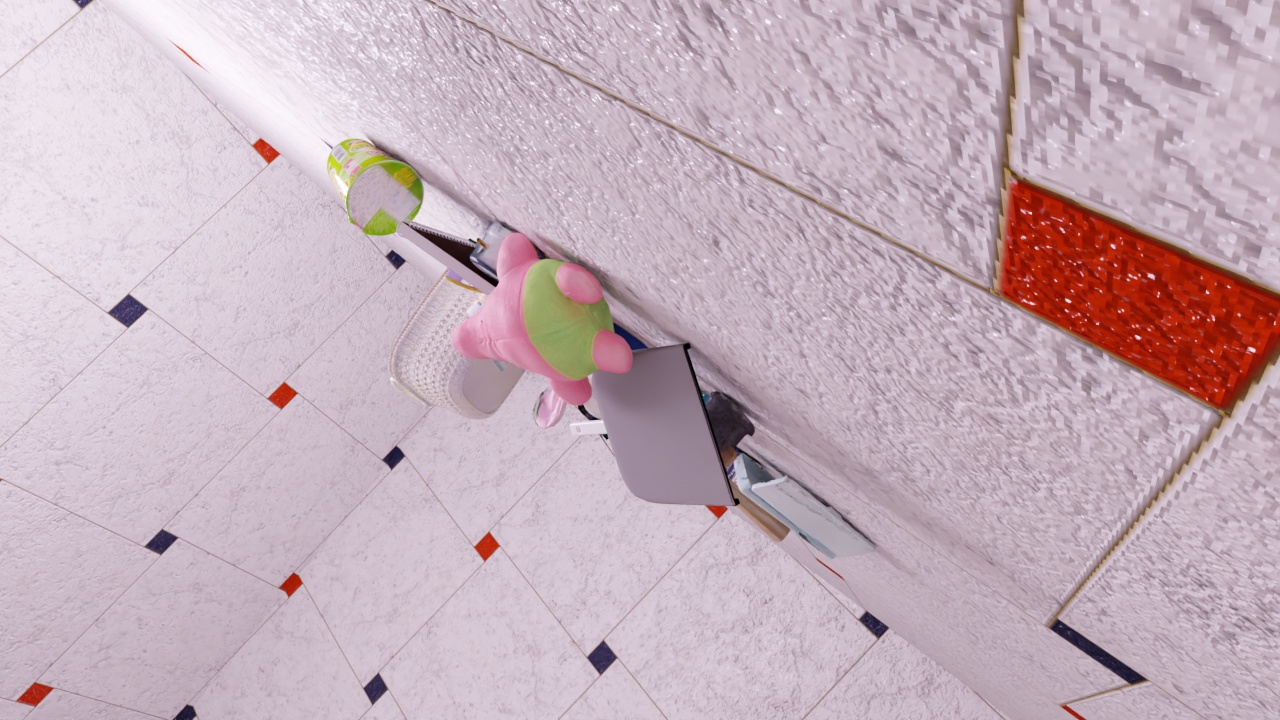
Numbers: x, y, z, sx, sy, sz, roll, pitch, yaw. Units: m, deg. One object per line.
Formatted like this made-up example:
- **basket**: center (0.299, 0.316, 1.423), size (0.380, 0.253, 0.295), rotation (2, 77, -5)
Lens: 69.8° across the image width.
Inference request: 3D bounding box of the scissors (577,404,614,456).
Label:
- **scissors**: center (-0.093, 0.071, 1.461), size (0.204, 0.015, 0.202), rotation (53, 170, 11)

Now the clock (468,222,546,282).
- **clock**: center (-0.130, -0.101, 1.017), size (0.129, 0.052, 0.090), rotation (36, 175, -19)

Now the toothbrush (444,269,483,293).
- **toothbrush**: center (-0.175, -0.078, 1.120), size (0.135, 0.016, 0.021), rotation (25, -172, -24)

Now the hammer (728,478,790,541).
- **hammer**: center (0.076, 0.137, 1.267), size (0.323, 0.051, 0.117), rotation (41, 168, -2)

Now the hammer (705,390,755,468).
- **hammer**: center (-0.014, 0.003, 1.035), size (0.328, 0.098, 0.052), rotation (44, 178, 23)

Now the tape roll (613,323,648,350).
- **tape roll**: center (-0.009, -0.012, 1.110), size (0.091, 0.016, 0.093), rotation (35, 173, 23)

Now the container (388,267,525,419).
- **container**: center (-0.257, -0.030, 1.415), size (0.143, 0.246, 0.184), rotation (25, 165, 29)

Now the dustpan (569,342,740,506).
- **dustpan**: center (-0.005, 0.071, 0.969), size (0.258, 0.033, 0.163), rotation (-9, 101, 50)

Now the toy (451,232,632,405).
- **toy**: center (-0.107, -0.035, 0.938), size (0.237, 0.096, 0.192), rotation (-8, 109, 41)

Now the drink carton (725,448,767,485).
- **drink carton**: center (0.120, 0.155, 1.361), size (0.130, 0.064, 0.040), rotation (31, 176, 46)

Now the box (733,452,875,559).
- **box**: center (0.219, 0.198, 1.242), size (0.197, 0.075, 0.126), rotation (38, 154, -29)

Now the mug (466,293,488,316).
- **mug**: center (-0.176, -0.071, 1.292), size (0.105, 0.089, 0.073), rotation (37, 174, 6)

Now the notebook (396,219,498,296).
- **notebook**: center (-0.189, -0.111, 1.150), size (0.171, 0.022, 0.209), rotation (35, -172, 17)

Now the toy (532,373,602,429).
- **toy**: center (-0.019, 0.052, 1.134), size (0.205, 0.130, 0.106), rotation (27, 141, 2)

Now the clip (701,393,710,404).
- **clip**: center (0.045, 0.034, 1.113), size (0.113, 0.028, 0.127), rotation (41, 176, 22)

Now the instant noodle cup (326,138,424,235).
- **instant noodle cup**: center (-0.334, -0.222, 1.131), size (0.108, 0.099, 0.099), rotation (44, 179, 39)
